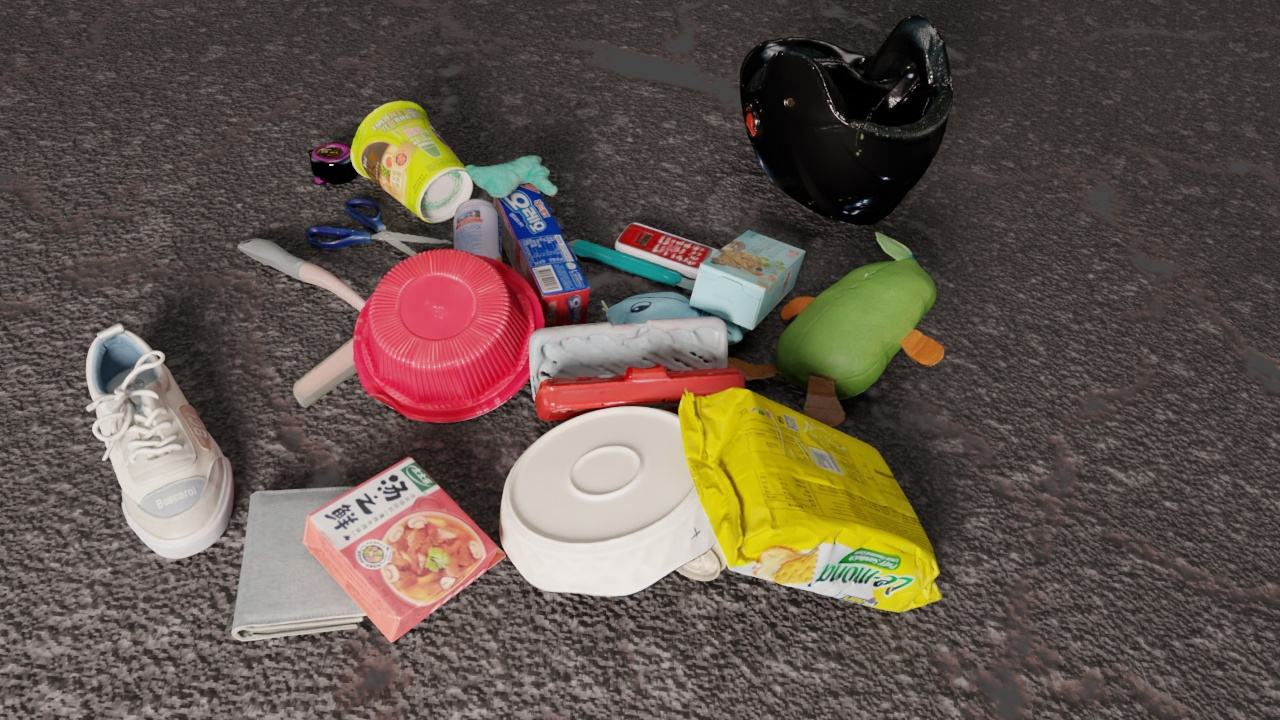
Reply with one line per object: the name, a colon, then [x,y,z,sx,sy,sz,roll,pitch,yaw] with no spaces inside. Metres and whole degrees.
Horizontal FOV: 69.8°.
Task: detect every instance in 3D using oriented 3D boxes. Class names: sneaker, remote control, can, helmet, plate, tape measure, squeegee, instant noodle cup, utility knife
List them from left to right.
sneaker: [-0.421,0.058,0.793,0.089,0.091,0.242,-23,52,-26]
squeegee: [-0.350,-0.086,0.987,0.250,0.040,0.246,28,48,21]
tape measure: [-0.381,-0.243,1.144,0.057,0.039,0.058,-18,45,-23]
instant noodle cup: [-0.267,-0.232,1.104,0.111,0.112,0.123,-30,62,-32]
instant noodle cup: [-0.192,-0.038,0.897,0.194,0.066,0.193,0,66,0]
can: [-0.179,-0.114,1.011,0.053,0.053,0.134,-2,54,-9]
plate: [-0.025,0.108,0.778,0.205,0.046,0.204,-11,34,8]
utility knife: [-0.006,-0.109,1.071,0.187,0.013,0.029,20,47,16]
remote control: [0.039,-0.128,1.092,0.136,0.020,0.055,20,45,14]
can: [0.067,0.131,0.802,0.058,0.059,0.116,23,47,16]
helmet: [0.246,-0.303,1.150,0.233,0.231,0.275,-21,44,-27]

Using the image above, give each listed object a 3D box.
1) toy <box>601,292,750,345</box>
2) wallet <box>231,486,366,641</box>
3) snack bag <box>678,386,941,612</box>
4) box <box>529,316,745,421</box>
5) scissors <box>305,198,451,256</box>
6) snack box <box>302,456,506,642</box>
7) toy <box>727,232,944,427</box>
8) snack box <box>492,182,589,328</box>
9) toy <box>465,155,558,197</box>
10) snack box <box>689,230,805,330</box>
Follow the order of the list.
toy: [0.036,-0.044,0.983,0.156,0.050,0.161,15,29,20]
wallet: [-0.270,0.158,0.748,0.106,0.037,0.129,-4,46,-10]
snack bag: [0.140,0.110,0.752,0.246,0.068,0.157,22,33,-36]
box: [-0.006,0.003,0.895,0.201,0.095,0.098,-4,78,-12]
scissors: [-0.310,-0.146,1.065,0.163,0.012,0.162,-17,45,-19]
snack box: [-0.184,0.143,0.742,0.113,0.044,0.126,41,44,16]
toy: [0.215,-0.028,0.948,0.246,0.090,0.227,-39,37,-18]
snack box: [-0.117,-0.123,1.039,0.057,0.058,0.207,-12,48,-19]
toy: [-0.143,-0.213,1.068,0.091,0.030,0.096,-29,57,-31]
snack box: [0.121,-0.092,1.009,0.074,0.052,0.174,22,28,16]
